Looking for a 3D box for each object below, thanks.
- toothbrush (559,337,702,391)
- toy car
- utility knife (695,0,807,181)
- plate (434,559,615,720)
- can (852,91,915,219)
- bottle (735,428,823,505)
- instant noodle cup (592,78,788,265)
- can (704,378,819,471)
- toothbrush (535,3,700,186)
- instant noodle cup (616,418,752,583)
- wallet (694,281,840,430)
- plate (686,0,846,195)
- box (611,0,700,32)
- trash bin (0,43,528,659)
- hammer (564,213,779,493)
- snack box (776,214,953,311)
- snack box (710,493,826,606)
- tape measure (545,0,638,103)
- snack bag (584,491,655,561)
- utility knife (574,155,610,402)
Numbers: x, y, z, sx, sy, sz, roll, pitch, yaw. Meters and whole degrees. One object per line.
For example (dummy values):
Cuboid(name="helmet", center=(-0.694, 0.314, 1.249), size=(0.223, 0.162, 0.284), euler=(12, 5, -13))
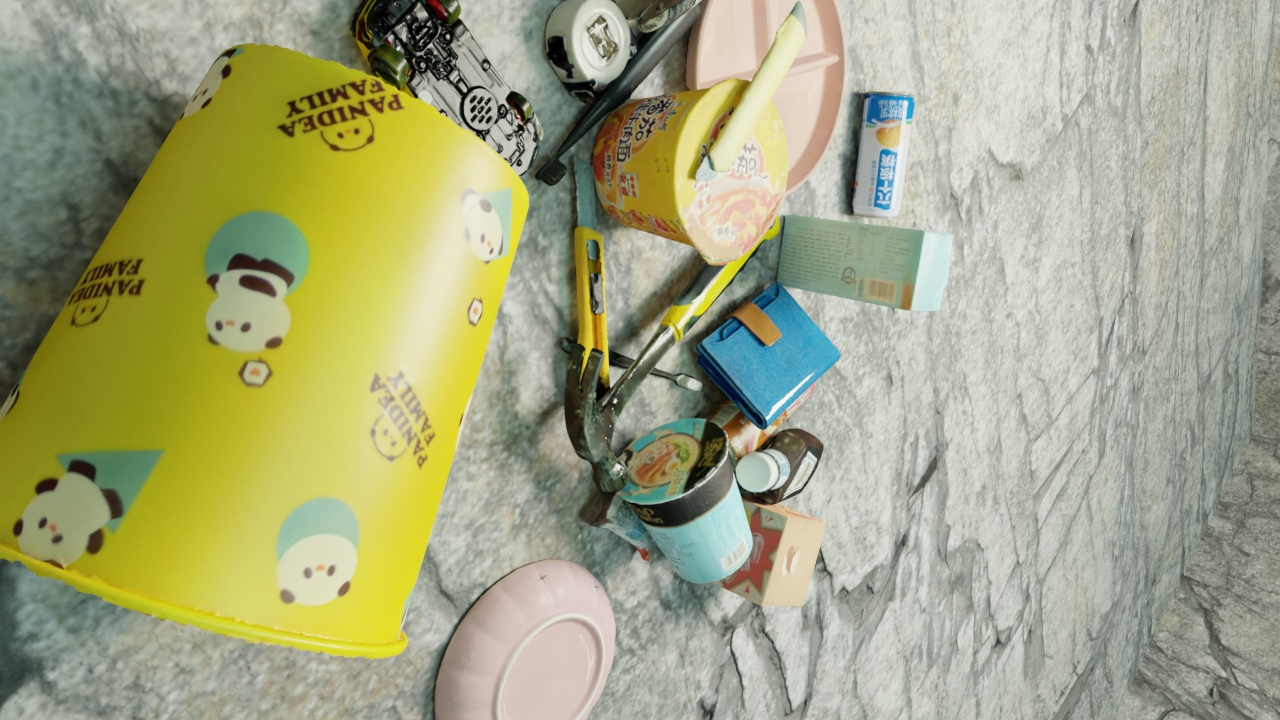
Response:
Cuboid(name="toothbrush", center=(-0.005, 0.005, 0.822), size=(0.181, 0.018, 0.015), euler=(18, 96, -45))
Cuboid(name="toy car", center=(-0.127, -0.182, 0.621), size=(0.071, 0.041, 0.156), euler=(-57, 132, -18))
Cuboid(name="utility knife", center=(0.088, -0.200, 0.694), size=(0.031, 0.018, 0.167), euler=(40, 70, -39))
Cuboid(name="plate", center=(-0.087, 0.271, 0.797), size=(0.192, 0.039, 0.192), euler=(-15, 112, -43))
Cuboid(name="can", center=(0.265, -0.223, 1.004), size=(0.053, 0.053, 0.135), euler=(-8, 107, -44))
Cuboid(name="bottle", center=(0.139, 0.108, 0.927), size=(0.080, 0.044, 0.194), euler=(-64, 159, 7))
Cuboid(name="instant noodle cup", center=(0.035, -0.157, 0.746), size=(0.137, 0.110, 0.138), euler=(-15, 112, -43))
Cuboid(name="can", center=(0.118, 0.049, 0.929), size=(0.147, 0.058, 0.058), euler=(-40, 127, -31))
Cuboid(name="toothbrush", center=(-0.017, -0.218, 0.735), size=(0.212, 0.027, 0.026), euler=(-55, 178, -20))
Cuboid(name="instant noodle cup", center=(0.046, 0.132, 0.828), size=(0.111, 0.111, 0.120), euler=(-43, 123, -29))
Cuboid(name="wallet", center=(0.127, -0.008, 0.904), size=(0.132, 0.040, 0.106), euler=(-37, 84, -34))
Cuboid(name="plate", center=(0.119, -0.267, 0.861), size=(0.228, 0.028, 0.230), euler=(-15, 112, -44))
Cuboid(name="box", center=(0.031, -0.334, 0.728), size=(0.088, 0.076, 0.162), euler=(42, 70, -20))
Cuboid(name="trash bin", center=(-0.189, -0.005, 0.492), size=(0.229, 0.230, 0.255), euler=(32, 72, -46))
Cuboid(name="hammer", center=(0.037, -0.040, 0.816), size=(0.322, 0.032, 0.126), euler=(-51, 137, -31))
Cuboid(name="snack box", center=(0.215, -0.098, 0.902), size=(0.051, 0.175, 0.074), euler=(-1, 103, -40))
Cuboid(name="snack box", center=(0.123, 0.194, 0.950), size=(0.077, 0.094, 0.093), euler=(17, 89, -46))
Cuboid(name="tape measure", center=(-0.039, -0.242, 0.701), size=(0.065, 0.034, 0.066), euler=(-58, 135, -19))
Cuboid(name="snack bag", center=(-0.010, 0.150, 0.849), size=(0.105, 0.026, 0.045), euler=(44, 72, -42))
Cuboid(name="utility knife", center=(-0.041, -0.062, 0.753), size=(0.033, 0.015, 0.209), euler=(-16, 109, -43))
